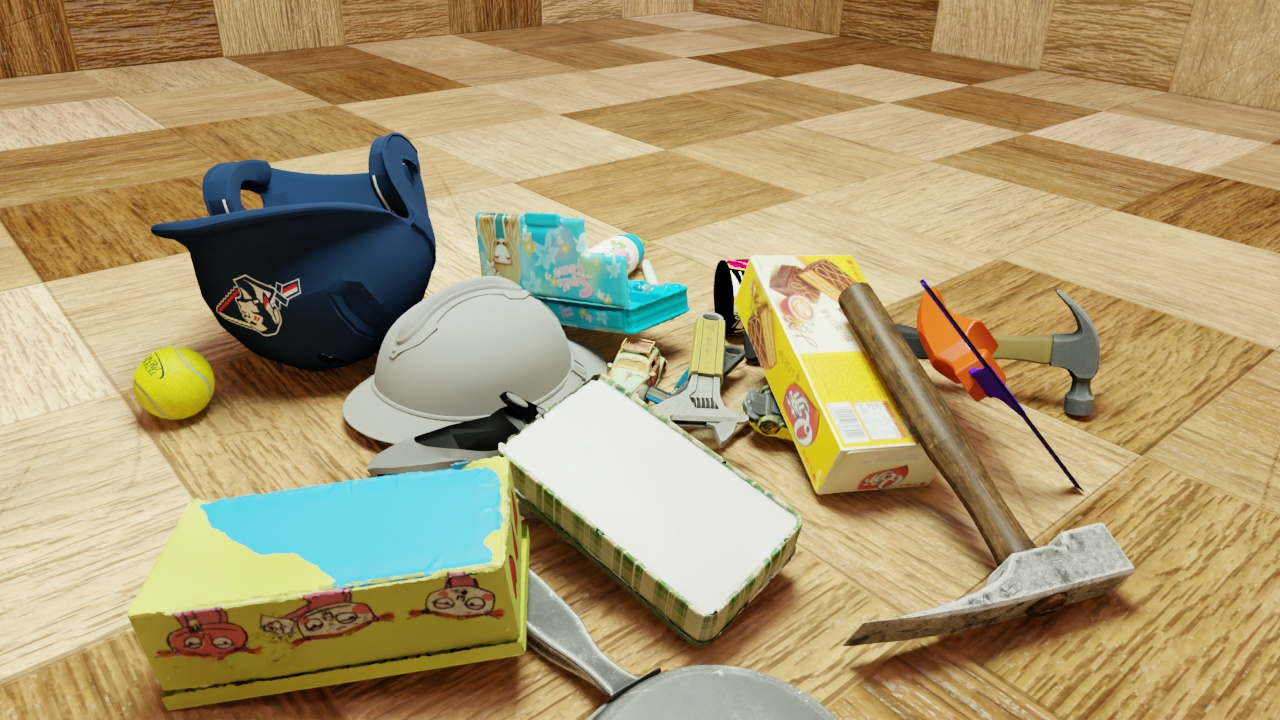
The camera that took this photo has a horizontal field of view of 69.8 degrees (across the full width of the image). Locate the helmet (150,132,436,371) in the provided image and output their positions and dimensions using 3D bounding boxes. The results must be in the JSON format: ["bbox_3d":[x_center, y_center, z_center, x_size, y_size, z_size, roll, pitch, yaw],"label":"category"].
[{"bbox_3d":[-0.323,-0.102,0.880,0.233,0.223,0.272,-4,-5,20],"label":"helmet"}]

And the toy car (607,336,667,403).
[{"bbox_3d":[-0.006,0.005,0.890,0.047,0.047,0.111,10,28,12],"label":"toy car"}]

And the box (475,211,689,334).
[{"bbox_3d":[-0.067,-0.105,0.967,0.227,0.121,0.097,10,25,42],"label":"box"}]

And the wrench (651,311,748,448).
[{"bbox_3d":[0.056,0.010,0.841,0.083,0.018,0.272,9,25,1],"label":"wrench"}]

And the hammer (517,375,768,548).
[{"bbox_3d":[0.047,0.077,0.794,0.119,0.031,0.330,20,31,30],"label":"hammer"}]

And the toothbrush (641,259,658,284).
[{"bbox_3d":[0.018,-0.088,1.100,0.022,0.015,0.154,30,20,-23],"label":"toothbrush"}]

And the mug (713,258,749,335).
[{"bbox_3d":[0.134,-0.071,1.019,0.098,0.082,0.118,-3,1,-8],"label":"mug"}]

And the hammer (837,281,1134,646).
[{"bbox_3d":[0.192,0.059,0.688,0.217,0.037,0.300,-7,52,-20],"label":"hammer"}]

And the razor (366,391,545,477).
[{"bbox_3d":[-0.148,0.072,0.759,0.156,0.060,0.057,-22,19,-2],"label":"razor"}]

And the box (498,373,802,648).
[{"bbox_3d":[0.003,0.100,0.655,0.205,0.050,0.117,32,52,26],"label":"box"}]

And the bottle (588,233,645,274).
[{"bbox_3d":[-0.032,-0.125,1.129,0.051,0.051,0.145,16,31,25],"label":"bottle"}]

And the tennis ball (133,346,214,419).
[{"bbox_3d":[-0.418,0.020,0.825,0.065,0.065,0.065,1,28,-1],"label":"tennis ball"}]

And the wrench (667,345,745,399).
[{"bbox_3d":[0.038,0.037,0.820,0.073,0.018,0.272,18,28,21],"label":"wrench"}]

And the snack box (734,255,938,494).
[{"bbox_3d":[0.172,0.004,0.804,0.110,0.062,0.230,-3,47,-17],"label":"snack box"}]

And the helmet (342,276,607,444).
[{"bbox_3d":[-0.149,-0.023,0.861,0.270,0.118,0.183,-21,35,-38],"label":"helmet"}]

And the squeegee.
[{"bbox_3d":[0.275,-0.012,0.792,0.055,0.249,0.184,-36,25,20],"label":"squeegee"}]

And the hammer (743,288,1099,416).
[{"bbox_3d":[0.267,-0.018,0.899,0.333,0.118,0.025,4,16,17],"label":"hammer"}]

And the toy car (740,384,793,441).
[{"bbox_3d":[0.140,0.053,0.815,0.107,0.030,0.049,16,41,-2],"label":"toy car"}]

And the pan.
[{"bbox_3d":[-0.007,0.200,0.538,0.186,0.055,0.357,-19,39,-33],"label":"pan"}]

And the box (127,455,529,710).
[{"bbox_3d":[-0.183,0.136,0.583,0.221,0.081,0.124,-7,28,-4],"label":"box"}]

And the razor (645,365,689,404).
[{"bbox_3d":[0.048,0.015,0.902,0.042,0.022,0.143,25,33,11],"label":"razor"}]
